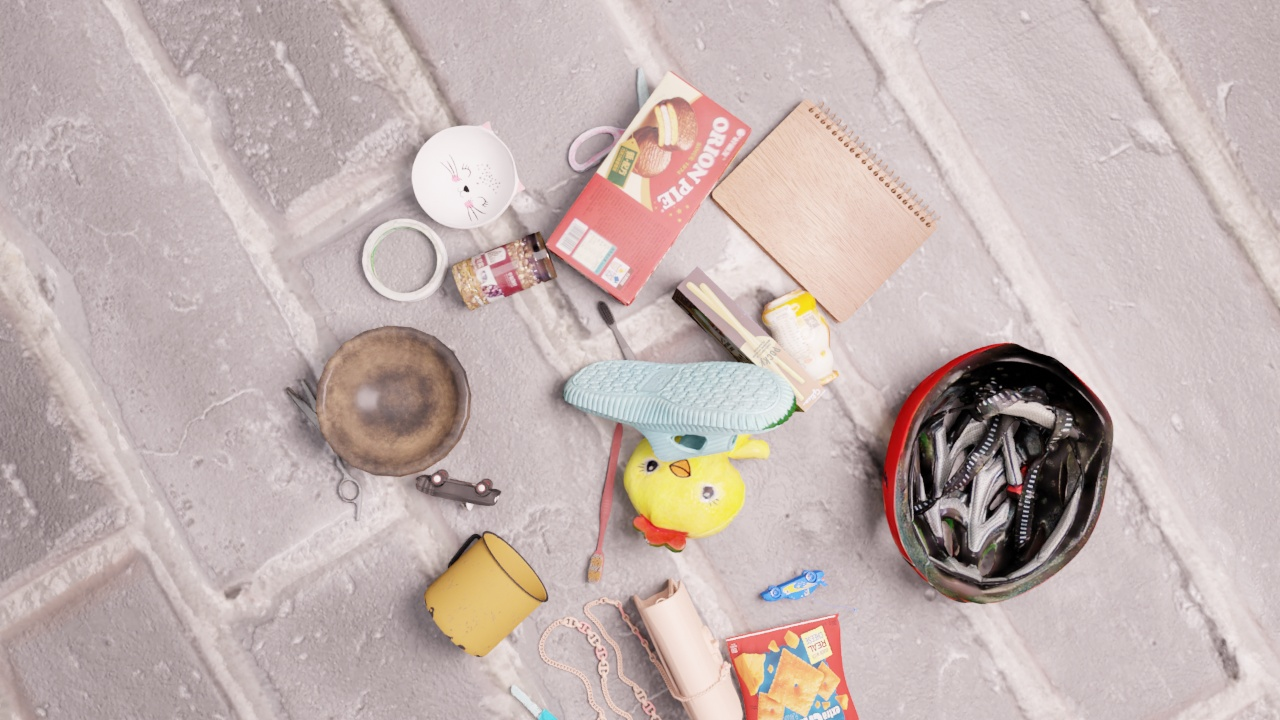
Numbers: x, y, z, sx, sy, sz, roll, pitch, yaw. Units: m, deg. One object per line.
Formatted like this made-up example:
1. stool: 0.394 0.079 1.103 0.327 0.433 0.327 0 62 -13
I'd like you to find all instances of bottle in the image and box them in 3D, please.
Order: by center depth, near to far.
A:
1. bottle: 0.182 -0.023 1.022 0.063 0.063 0.109 -27 91 -2
2. bottle: -0.151 -0.100 1.023 0.105 0.056 0.056 -21 88 -1

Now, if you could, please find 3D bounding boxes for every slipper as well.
1. slipper: 0.038 0.049 0.960 0.277 0.115 0.069 5 125 35

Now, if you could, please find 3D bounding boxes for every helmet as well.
1. helmet: 0.363 0.117 0.965 0.217 0.167 0.272 20 87 0

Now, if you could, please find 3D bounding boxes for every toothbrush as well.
1. toothbrush: -0.038 0.160 1.035 0.015 0.015 0.184 9 86 6
2. toothbrush: -0.006 0.006 1.043 0.013 0.013 0.167 -28 91 -2

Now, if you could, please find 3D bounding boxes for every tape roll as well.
1. tape roll: -0.267 -0.113 1.041 0.094 0.018 0.094 0 87 -1

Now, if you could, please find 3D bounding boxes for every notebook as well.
1. notebook: 0.213 -0.174 1.049 0.210 0.022 0.169 45 89 1

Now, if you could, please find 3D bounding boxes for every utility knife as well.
1. utility knife: -0.089 0.413 1.022 0.022 0.015 0.149 -44 90 -11

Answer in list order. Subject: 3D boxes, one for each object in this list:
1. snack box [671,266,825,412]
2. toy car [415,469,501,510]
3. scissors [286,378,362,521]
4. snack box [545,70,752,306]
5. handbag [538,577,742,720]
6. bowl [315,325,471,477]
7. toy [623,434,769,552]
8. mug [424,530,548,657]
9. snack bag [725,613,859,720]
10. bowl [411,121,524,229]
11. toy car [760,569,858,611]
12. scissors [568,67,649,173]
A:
1. snack box: 0.114 -0.020 1.000 0.186 0.101 0.031 44 87 1
2. toy car: -0.203 0.145 1.019 0.092 0.040 0.037 12 88 -2
3. scissors: -0.350 0.100 1.033 0.160 0.014 0.120 27 87 -2
4. snack box: 0.009 -0.187 1.013 0.113 0.060 0.236 35 91 0
5. handbag: 0.004 0.351 0.975 0.187 0.116 0.198 -26 88 -2
6. bowl: -0.264 0.046 1.003 0.162 0.070 0.162 0 84 -4
7. toy: 0.062 0.113 1.003 0.134 0.092 0.207 26 78 17
8. mug: -0.174 0.246 0.994 0.094 0.100 0.123 -43 48 -1
9. snack bag: 0.171 0.364 1.016 0.131 0.039 0.144 -12 89 -2
10. bowl: -0.193 -0.200 1.029 0.114 0.050 0.114 0 88 -1
11. toy car: 0.187 0.268 1.021 0.092 0.033 0.062 -24 81 -2
12. scissors: -0.006 -0.251 1.052 0.175 0.013 0.170 -9 89 0
